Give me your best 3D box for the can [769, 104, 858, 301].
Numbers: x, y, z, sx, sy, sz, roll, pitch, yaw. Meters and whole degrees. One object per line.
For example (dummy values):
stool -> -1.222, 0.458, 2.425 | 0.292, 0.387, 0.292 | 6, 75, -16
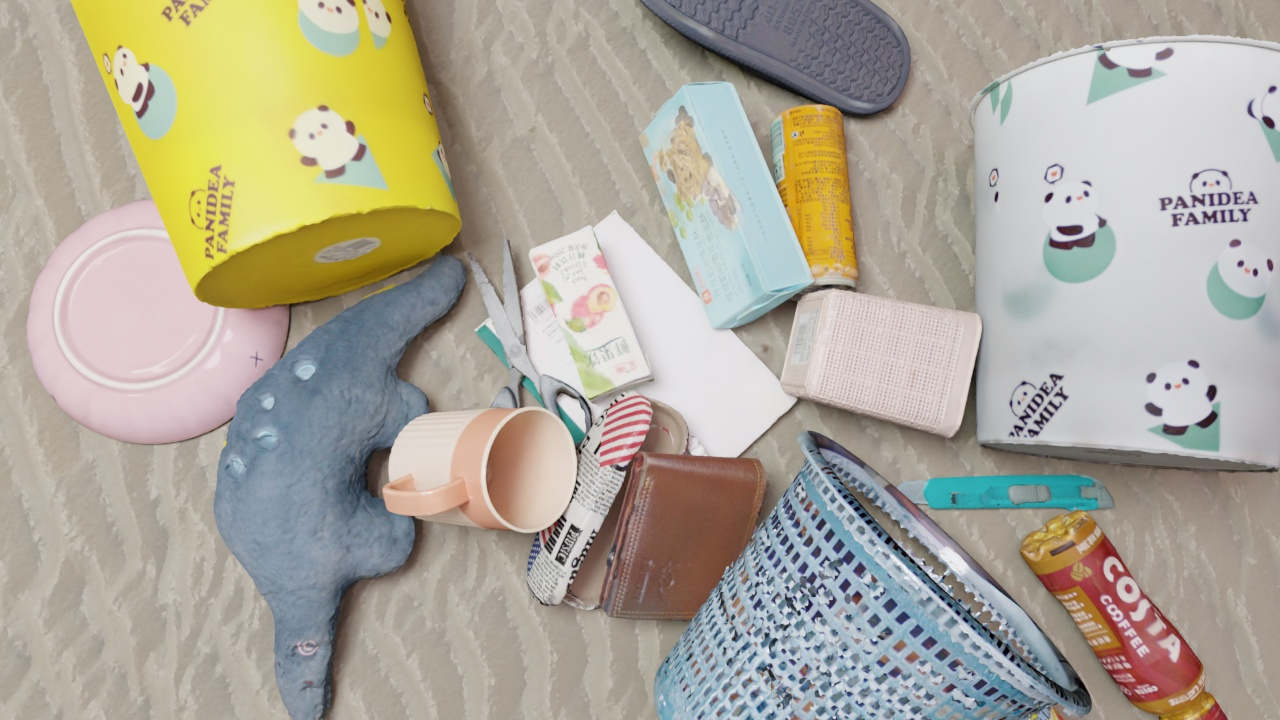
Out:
can -> 0.135, -0.122, 0.717 | 0.058, 0.058, 0.146 | -2, 79, -3

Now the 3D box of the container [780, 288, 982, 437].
container -> 0.169, -0.001, 0.667 | 0.111, 0.090, 0.090 | 13, 90, -7

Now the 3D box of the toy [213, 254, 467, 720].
toy -> -0.224, 0.077, 0.651 | 0.137, 0.092, 0.356 | 18, 78, -28

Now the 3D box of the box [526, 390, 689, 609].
box -> -0.032, 0.097, 0.645 | 0.076, 0.086, 0.163 | 29, 94, 20

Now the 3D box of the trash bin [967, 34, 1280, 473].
trash bin -> 0.341, -0.056, 0.638 | 0.229, 0.230, 0.251 | 6, 83, -2

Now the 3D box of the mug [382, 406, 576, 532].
mug -> -0.119, 0.078, 0.619 | 0.114, 0.106, 0.082 | -22, 104, -49

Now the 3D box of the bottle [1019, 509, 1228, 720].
bottle -> 0.352, 0.195, 0.665 | 0.057, 0.057, 0.175 | -34, 82, -9

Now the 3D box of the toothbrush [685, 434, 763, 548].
toothbrush -> 0.086, 0.129, 0.678 | 0.016, 0.016, 0.180 | -35, 89, -6

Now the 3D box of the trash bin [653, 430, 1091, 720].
trash bin -> 0.122, 0.189, 0.582 | 0.226, 0.226, 0.195 | 43, 101, 6

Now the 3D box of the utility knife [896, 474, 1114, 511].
utility knife -> 0.278, 0.102, 0.702 | 0.174, 0.013, 0.029 | 0, 77, -3

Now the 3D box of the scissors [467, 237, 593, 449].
scissors -> -0.096, 0.000, 0.693 | 0.165, 0.014, 0.163 | 32, 91, 8

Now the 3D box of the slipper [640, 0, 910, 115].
slipper -> 0.091, -0.280, 0.743 | 0.268, 0.083, 0.110 | 26, 87, -16

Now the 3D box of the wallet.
wallet -> 0.030, 0.123, 0.638 | 0.101, 0.032, 0.125 | 6, 106, -27

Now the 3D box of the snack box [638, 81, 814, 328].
snack box -> 0.062, -0.117, 0.697 | 0.051, 0.074, 0.174 | -14, 78, -32

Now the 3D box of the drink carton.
drink carton -> -0.036, -0.032, 0.685 | 0.053, 0.045, 0.122 | -23, 80, 0

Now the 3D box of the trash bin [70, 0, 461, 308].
trash bin -> -0.252, -0.186, 0.634 | 0.229, 0.230, 0.255 | -19, 86, -7

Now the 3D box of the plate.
plate -> -0.365, -0.035, 0.684 | 0.192, 0.039, 0.192 | 1, 79, -3

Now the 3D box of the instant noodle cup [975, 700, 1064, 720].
instant noodle cup -> 0.259, 0.268, 0.634 | 0.099, 0.099, 0.110 | -30, 73, -8

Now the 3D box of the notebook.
notebook -> -0.004, 0.004, 0.708 | 0.150, 0.012, 0.209 | -42, 83, -9
